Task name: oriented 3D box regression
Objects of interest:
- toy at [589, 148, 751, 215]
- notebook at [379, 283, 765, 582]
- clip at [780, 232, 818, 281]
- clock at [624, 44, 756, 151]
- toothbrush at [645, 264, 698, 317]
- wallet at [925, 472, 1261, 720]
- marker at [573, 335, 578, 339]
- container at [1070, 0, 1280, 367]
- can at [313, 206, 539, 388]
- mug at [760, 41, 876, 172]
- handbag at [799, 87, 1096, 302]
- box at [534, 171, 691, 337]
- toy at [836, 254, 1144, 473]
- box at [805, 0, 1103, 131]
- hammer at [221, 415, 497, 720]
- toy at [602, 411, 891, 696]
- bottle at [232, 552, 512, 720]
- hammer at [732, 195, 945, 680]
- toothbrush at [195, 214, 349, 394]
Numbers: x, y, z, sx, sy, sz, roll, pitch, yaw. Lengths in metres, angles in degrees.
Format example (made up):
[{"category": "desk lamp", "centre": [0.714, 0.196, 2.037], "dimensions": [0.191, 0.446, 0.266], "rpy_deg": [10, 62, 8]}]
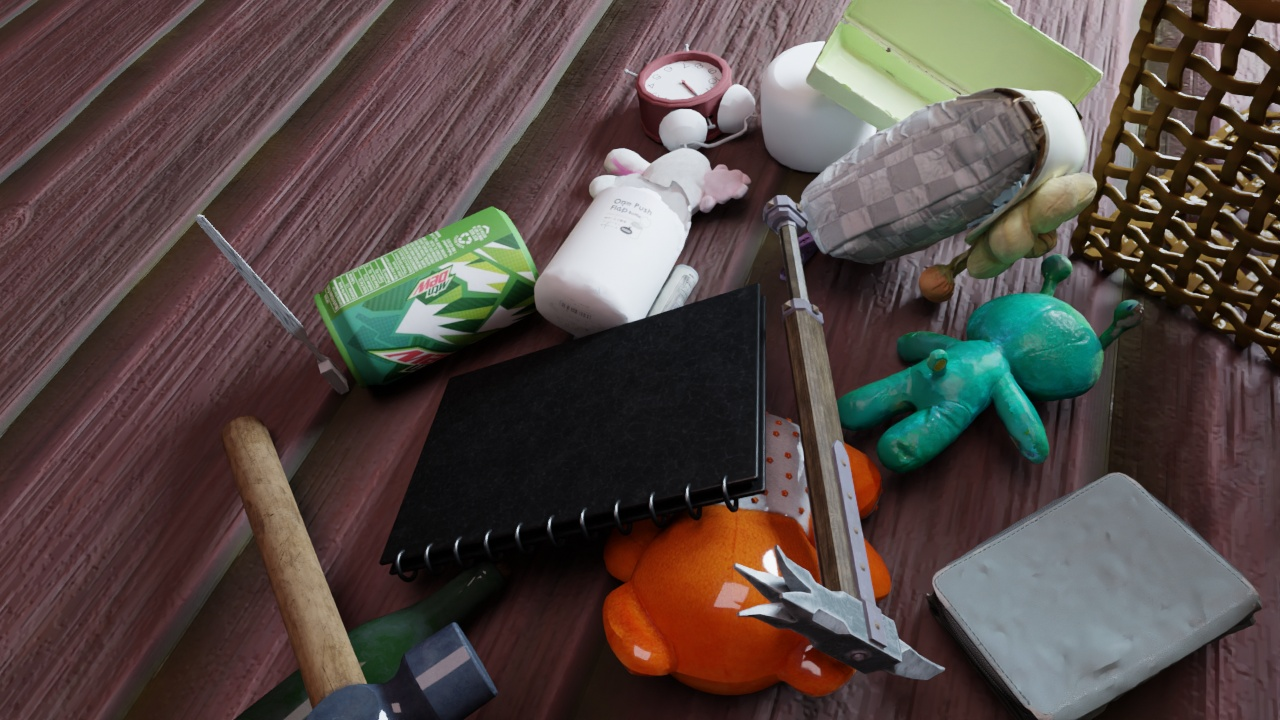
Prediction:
[{"category": "toy", "centre": [0.026, -0.140, 0.731], "dimensions": [0.125, 0.037, 0.075], "rpy_deg": [7, 49, 12]}, {"category": "notebook", "centre": [-0.037, 0.042, 0.546], "dimensions": [0.232, 0.019, 0.168], "rpy_deg": [-16, 37, 21]}, {"category": "clip", "centre": [0.116, -0.082, 0.674], "dimensions": [0.014, 0.045, 0.050], "rpy_deg": [25, 73, 28]}, {"category": "clock", "centre": [0.044, -0.222, 0.789], "dimensions": [0.087, 0.044, 0.124], "rpy_deg": [-26, 50, -11]}, {"category": "toothbrush", "centre": [-0.004, 0.004, 0.631], "dimensions": [0.024, 0.022, 0.185], "rpy_deg": [2, 48, 35]}, {"category": "wallet", "centre": [0.227, 0.126, 0.472], "dimensions": [0.131, 0.054, 0.100], "rpy_deg": [-24, 42, -7]}, {"category": "marker", "centre": [-0.039, -0.033, 0.673], "dimensions": [0.013, 0.013, 0.141], "rpy_deg": [5, 53, 14]}, {"category": "container", "centre": [0.450, -0.150, 0.543], "dimensions": [0.251, 0.220, 0.214], "rpy_deg": [-35, 54, -17]}, {"category": "can", "centre": [-0.149, -0.044, 0.655], "dimensions": [0.144, 0.083, 0.083], "rpy_deg": [-27, 52, -12]}, {"category": "mug", "centre": [0.153, -0.202, 0.738], "dimensions": [0.116, 0.068, 0.094], "rpy_deg": [26, 60, 27]}, {"category": "handbag", "centre": [0.203, -0.104, 0.611], "dimensions": [0.172, 0.123, 0.112], "rpy_deg": [-22, -1, 39]}, {"category": "box", "centre": [-0.012, -0.082, 0.659], "dimensions": [0.081, 0.092, 0.159], "rpy_deg": [26, 62, 7]}, {"category": "toy", "centre": [0.212, 0.002, 0.558], "dimensions": [0.193, 0.072, 0.130], "rpy_deg": [-27, 43, -13]}, {"category": "box", "centre": [0.227, -0.207, 0.682], "dimensions": [0.188, 0.061, 0.133], "rpy_deg": [30, 96, -5]}, {"category": "hammer", "centre": [-0.200, 0.115, 0.522], "dimensions": [0.129, 0.040, 0.322], "rpy_deg": [-32, 38, -15]}, {"category": "toy", "centre": [0.053, 0.106, 0.502], "dimensions": [0.164, 0.093, 0.172], "rpy_deg": [2, 39, 8]}, {"category": "bottle", "centre": [-0.142, 0.167, 0.504], "dimensions": [0.173, 0.055, 0.055], "rpy_deg": [-38, 55, -23]}, {"category": "hammer", "centre": [0.099, 0.017, 0.511], "dimensions": [0.028, 0.147, 0.316], "rpy_deg": [-33, 39, 32]}, {"category": "toothbrush", "centre": [-0.233, -0.030, 0.595], "dimensions": [0.010, 0.182, 0.010], "rpy_deg": [-27, 55, -5]}]
